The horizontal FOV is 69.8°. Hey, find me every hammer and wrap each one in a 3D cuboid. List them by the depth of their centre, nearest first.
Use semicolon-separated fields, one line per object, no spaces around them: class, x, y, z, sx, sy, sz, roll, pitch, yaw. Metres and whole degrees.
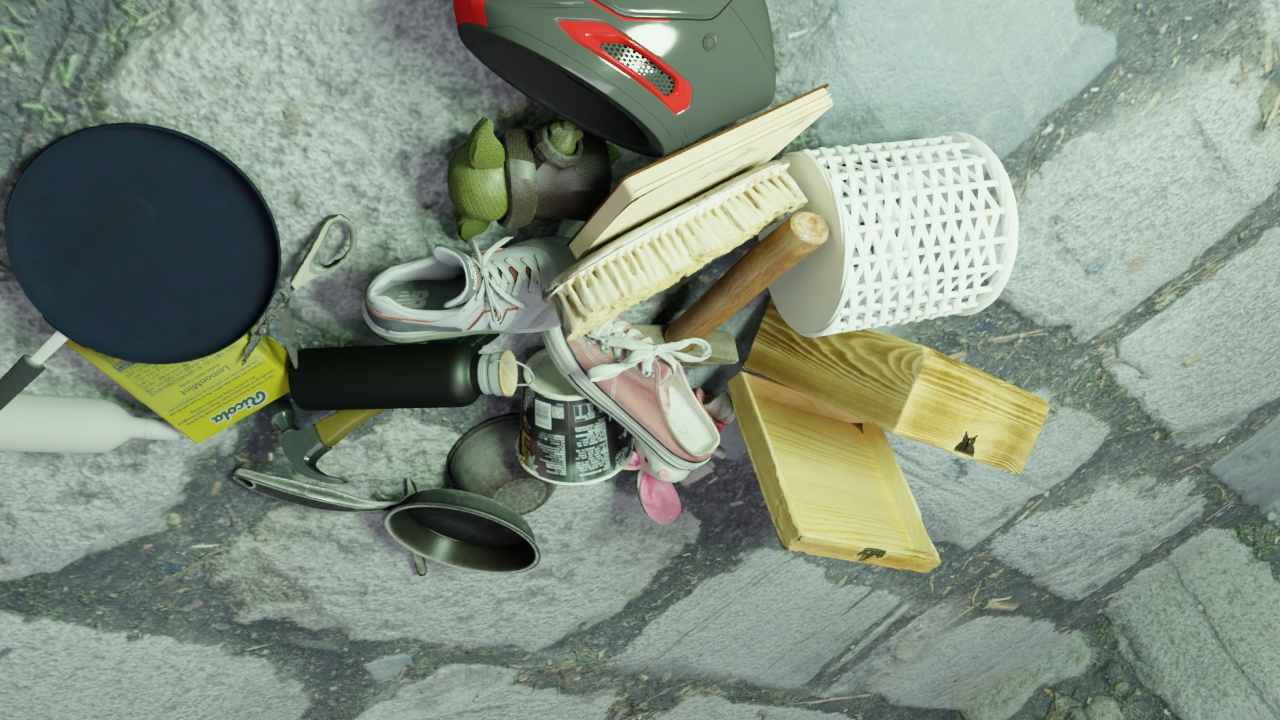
hammer;-0.216;0.006;0.918;0.333;0.118;0.025;-34;156;1
hammer;0.096;-0.065;0.946;0.157;0.037;0.302;1;157;-27

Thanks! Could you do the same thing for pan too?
pan;-0.454;-0.038;0.748;0.356;0.021;0.199;-42;117;5
pan;-0.281;0.175;1.056;0.356;0.055;0.188;25;143;-19

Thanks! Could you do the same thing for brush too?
brush;0.034;-0.105;0.832;0.270;0.056;0.083;-30;176;-19

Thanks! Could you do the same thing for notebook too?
notebook;0.050;-0.162;0.816;0.225;0.024;0.168;-30;179;-25

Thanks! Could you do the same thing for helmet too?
helmet;0.001;-0.260;0.696;0.264;0.164;0.170;27;89;-40

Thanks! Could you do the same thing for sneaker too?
sneaker;-0.144;-0.066;0.833;0.240;0.089;0.124;-13;174;-2
sneaker;-0.005;0.005;0.922;0.118;0.241;0.088;-41;176;-38

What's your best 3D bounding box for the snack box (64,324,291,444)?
snack box;-0.417;-0.011;0.838;0.121;0.045;0.181;-30;136;2

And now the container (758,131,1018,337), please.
container;0.243;-0.127;0.931;0.186;0.189;0.190;-9;136;-16

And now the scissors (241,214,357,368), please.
scissors;-0.317;-0.074;0.817;0.168;0.012;0.157;-36;124;-7

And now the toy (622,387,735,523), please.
toy;0.044;0.107;1.155;0.194;0.084;0.159;-38;109;15

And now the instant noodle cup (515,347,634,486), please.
instant noodle cup;-0.072;0.052;1.009;0.137;0.137;0.112;-12;128;-15

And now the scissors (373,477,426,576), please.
scissors;-0.267;0.217;1.165;0.194;0.015;0.180;13;126;-34

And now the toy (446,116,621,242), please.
toy;-0.094;-0.163;0.810;0.152;0.078;0.180;-6;159;-19

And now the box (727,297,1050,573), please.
box;0.258;0.094;1.096;0.278;0.270;0.264;15;100;-39

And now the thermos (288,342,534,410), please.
thermos;-0.212;0.015;0.865;0.231;0.061;0.061;-2;140;13

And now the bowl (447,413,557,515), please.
bowl;-0.153;0.138;1.100;0.144;0.067;0.145;-14;137;-13

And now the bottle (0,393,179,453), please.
bottle;-0.534;0.059;0.846;0.195;0.052;0.053;6;130;-31

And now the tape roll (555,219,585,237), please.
tape roll;-0.040;-0.119;0.930;0.093;0.018;0.094;-14;138;-13
